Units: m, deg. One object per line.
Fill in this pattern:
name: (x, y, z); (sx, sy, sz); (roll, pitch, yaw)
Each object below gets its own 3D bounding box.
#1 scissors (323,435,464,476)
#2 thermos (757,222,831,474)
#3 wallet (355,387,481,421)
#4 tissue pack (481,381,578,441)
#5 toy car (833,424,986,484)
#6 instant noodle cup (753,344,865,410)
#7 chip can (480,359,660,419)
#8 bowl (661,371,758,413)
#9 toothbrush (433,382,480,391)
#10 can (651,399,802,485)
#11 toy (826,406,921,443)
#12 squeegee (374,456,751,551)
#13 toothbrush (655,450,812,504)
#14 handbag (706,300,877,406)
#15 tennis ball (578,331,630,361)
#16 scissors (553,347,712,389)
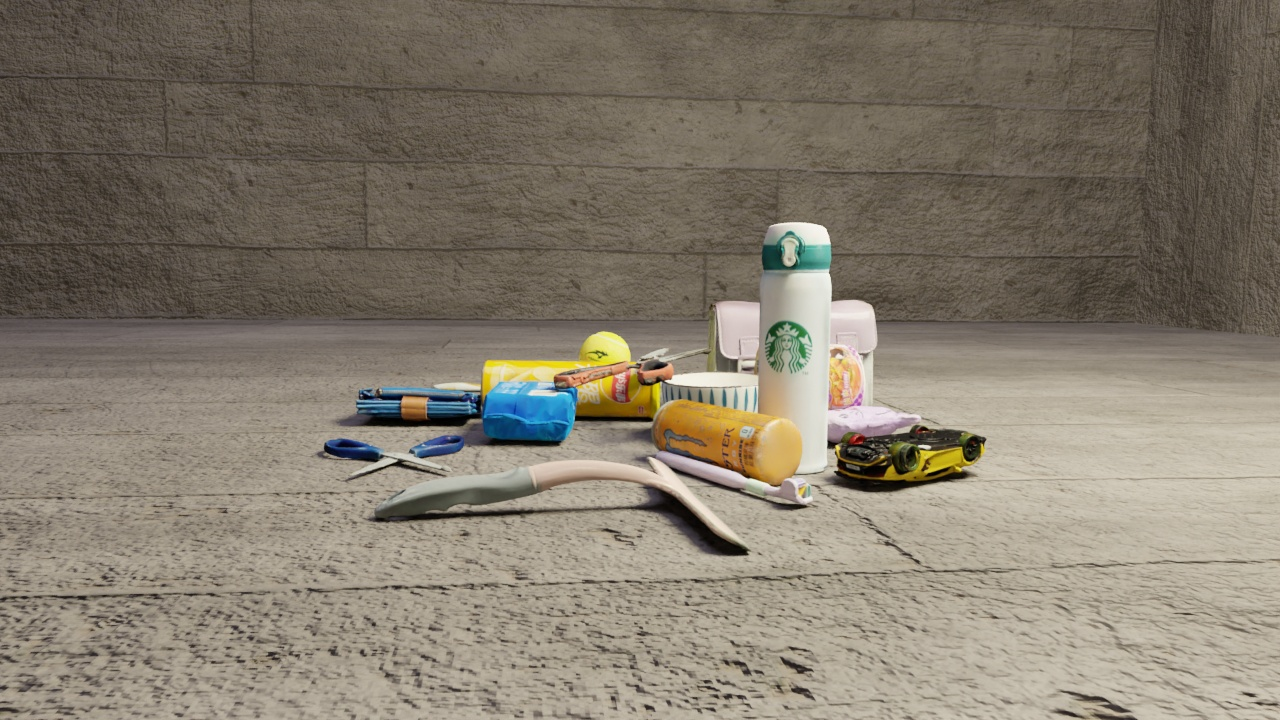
scissors: (-0.225, 0.088, 0.863); (0.173, 0.012, 0.162); (6, 8, 38)
thermos: (0.140, -0.012, 0.839); (0.073, 0.224, 0.073); (0, 7, 0)
wallet: (-0.258, 0.052, 1.084); (0.133, 0.040, 0.106); (0, -3, -3)
tissue pack: (-0.117, 0.055, 1.000); (0.095, 0.052, 0.157); (3, 6, -1)
toy car: (0.242, 0.083, 0.813); (0.155, 0.041, 0.071); (-5, 8, -32)
instant noodle cup: (0.189, 0.026, 1.024); (0.099, 0.111, 0.111); (0, 6, -12)
chip can: (-0.082, 0.035, 1.110); (0.213, 0.072, 0.072); (0, 6, 3)
bowl: (0.081, 0.051, 0.984); (0.116, 0.066, 0.116); (-1, 7, 0)
toothbrush: (-0.205, 0.036, 1.329); (0.191, 0.018, 0.016); (1, 4, 0)
can: (0.075, 0.071, 0.830); (0.058, 0.058, 0.146); (-4, 7, -37)
toy: (0.230, 0.067, 0.968); (0.108, 0.039, 0.084); (-1, -4, -21)
squeegee: (-0.071, 0.095, 0.688); (0.249, 0.040, 0.248); (-1, 7, -11)
toothbrush: (0.071, 0.096, 0.782); (0.029, 0.021, 0.189); (46, -22, -29)
handbag: (0.183, -0.002, 1.132); (0.197, 0.145, 0.098); (0, 4, -3)
tennis ball: (-0.046, -0.004, 1.176); (0.065, 0.065, 0.065); (1, 6, 0)
scissors: (-0.003, 0.007, 1.026); (0.189, 0.015, 0.227); (-7, 8, -3)
